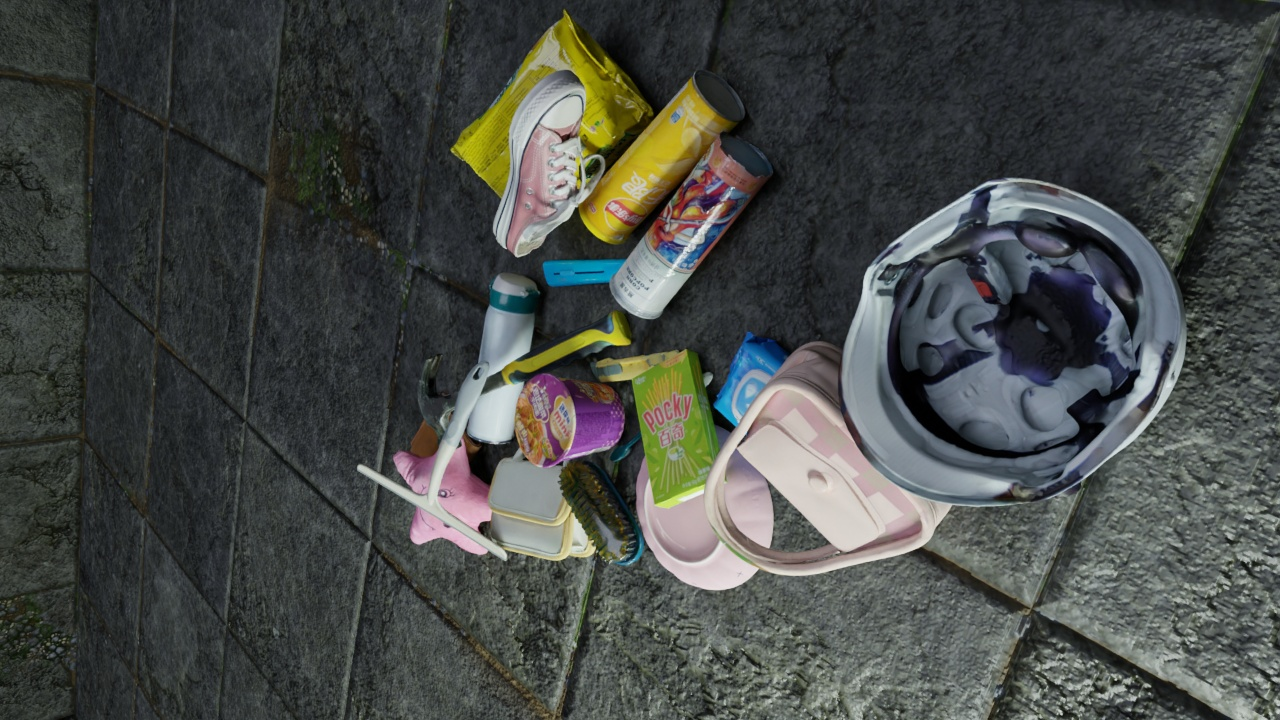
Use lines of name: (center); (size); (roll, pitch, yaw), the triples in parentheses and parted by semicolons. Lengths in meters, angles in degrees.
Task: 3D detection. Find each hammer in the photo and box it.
hammer: (-0.155, 0.011, 1.160); (0.324, 0.031, 0.126); (-23, 92, 26)

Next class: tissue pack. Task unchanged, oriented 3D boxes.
tissue pack: (0.144, 0.049, 0.928); (0.157, 0.052, 0.095); (42, 121, 33)

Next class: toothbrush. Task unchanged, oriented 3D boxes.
toothbrush: (0.024, 0.068, 1.072); (0.192, 0.018, 0.016); (-43, 65, 35)

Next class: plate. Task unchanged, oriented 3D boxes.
plate: (0.060, 0.166, 1.030); (0.193, 0.039, 0.192); (6, 98, 43)

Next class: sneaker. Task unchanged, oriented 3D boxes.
sneaker: (-0.097, -0.200, 1.010); (0.088, 0.118, 0.242); (44, 136, 19)

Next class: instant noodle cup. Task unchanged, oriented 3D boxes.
instant noodle cup: (-0.081, 0.070, 1.109); (0.112, 0.099, 0.111); (1, 92, 45)

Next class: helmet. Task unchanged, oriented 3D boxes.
helmet: (0.292, -0.011, 0.716); (0.229, 0.145, 0.259); (54, 129, 26)

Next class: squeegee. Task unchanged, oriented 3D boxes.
squeegee: (-0.244, 0.110, 1.180); (0.246, 0.039, 0.247); (29, 112, 11)

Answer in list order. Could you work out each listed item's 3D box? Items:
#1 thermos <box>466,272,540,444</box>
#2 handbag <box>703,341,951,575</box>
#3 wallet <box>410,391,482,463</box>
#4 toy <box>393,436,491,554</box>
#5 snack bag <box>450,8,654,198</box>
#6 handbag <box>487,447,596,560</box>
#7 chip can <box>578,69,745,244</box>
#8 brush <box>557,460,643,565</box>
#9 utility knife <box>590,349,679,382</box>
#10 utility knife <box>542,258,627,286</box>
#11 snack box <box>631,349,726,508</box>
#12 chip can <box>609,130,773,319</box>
thermos: (-0.185, -0.004, 1.226); (0.073, 0.073, 0.224); (26, 111, 39)
handbag: (0.154, 0.115, 0.864); (0.193, 0.093, 0.235); (46, 129, 4)
wallet: (-0.298, 0.121, 1.369); (0.119, 0.035, 0.131); (56, 128, 22)
toy: (-0.266, 0.191, 1.310); (0.179, 0.074, 0.195); (3, 112, 18)
snack bag: (-0.108, -0.269, 1.081); (0.158, 0.068, 0.247); (47, 128, -6)
handbag: (-0.133, 0.166, 1.204); (0.164, 0.063, 0.179); (3, 93, 42)
chip can: (0.019, -0.218, 1.005); (0.214, 0.071, 0.072); (-42, 66, 38)
brush: (-0.041, 0.183, 1.105); (0.055, 0.073, 0.144); (-43, 61, 14)
utility knife: (-0.006, 0.006, 1.096); (0.152, 0.018, 0.031); (-10, 94, 39)
utility knife: (-0.060, -0.110, 1.129); (0.166, 0.018, 0.034); (2, 95, 42)
snack box: (0.040, 0.074, 1.007); (0.086, 0.026, 0.156); (-28, 59, 32)
chip can: (0.051, -0.141, 0.984); (0.215, 0.071, 0.071); (-50, 61, 34)
